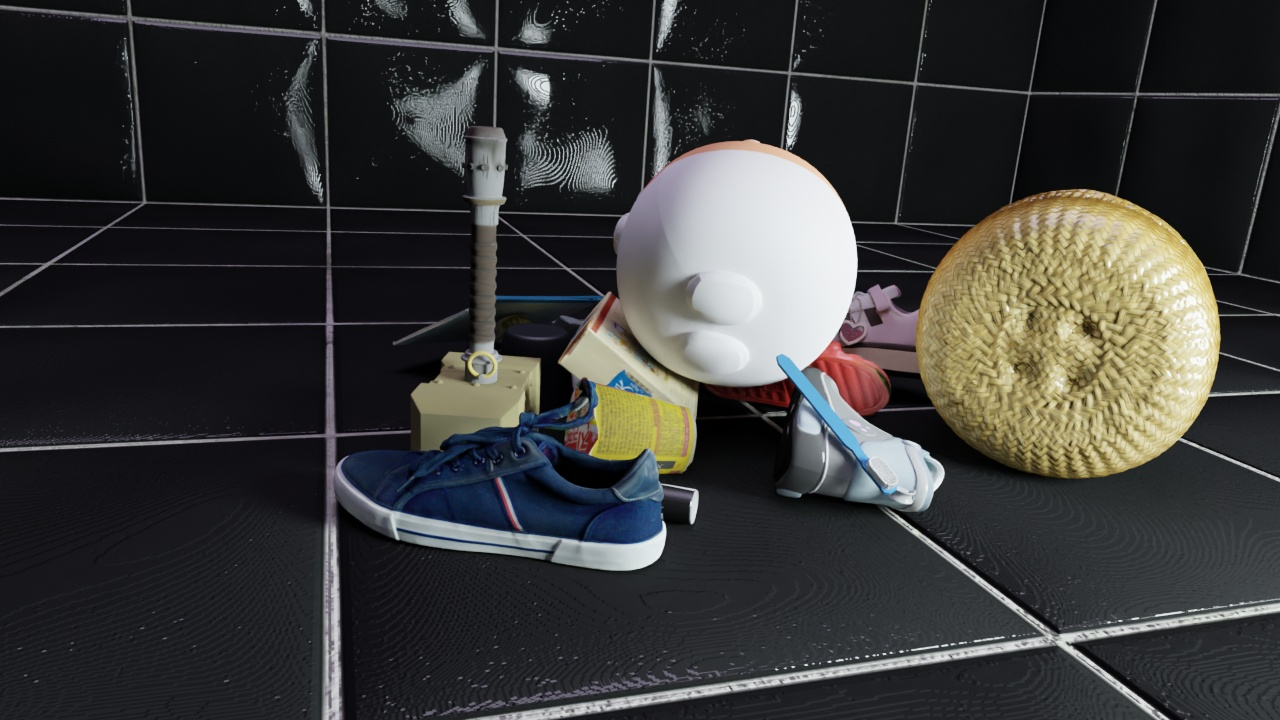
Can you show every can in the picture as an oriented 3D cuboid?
[{"bbox_3d":[0.009,0.124,0.818,0.080,0.031,0.031,8,16,13],"label":"can"}]

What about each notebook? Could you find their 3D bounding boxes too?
[{"bbox_3d":[-0.186,-0.056,1.254,0.181,0.009,0.252,-20,-7,29],"label":"notebook"}]

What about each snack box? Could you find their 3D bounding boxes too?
[{"bbox_3d":[-0.006,0.006,1.058,0.153,0.055,0.207,41,15,-6],"label":"snack box"}]

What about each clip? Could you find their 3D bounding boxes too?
[{"bbox_3d":[-0.031,0.021,1.122,0.168,0.031,0.164,31,22,-30],"label":"clip"}]

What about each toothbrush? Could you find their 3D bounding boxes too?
[{"bbox_3d":[0.177,0.053,0.838,0.016,0.014,0.166,-22,61,-26],"label":"toothbrush"}]

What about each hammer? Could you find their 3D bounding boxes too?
[{"bbox_3d":[-0.154,-0.061,0.897,0.101,0.325,0.190,4,16,1],"label":"hammer"}]

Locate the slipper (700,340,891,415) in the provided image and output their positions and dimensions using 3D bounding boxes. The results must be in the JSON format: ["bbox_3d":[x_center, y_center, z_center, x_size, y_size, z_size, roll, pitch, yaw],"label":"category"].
[{"bbox_3d":[0.185,0.009,1.117,0.249,0.103,0.059,5,44,33],"label":"slipper"}]

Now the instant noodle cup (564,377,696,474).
[{"bbox_3d":[-0.010,0.072,0.906,0.112,0.100,0.100,7,14,-19],"label":"instant noodle cup"}]

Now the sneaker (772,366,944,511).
[{"bbox_3d":[0.226,0.083,0.944,0.160,0.093,0.256,16,16,11],"label":"sneaker"}]

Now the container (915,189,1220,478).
[{"bbox_3d":[0.452,-0.031,0.988,0.307,0.307,0.196,12,14,28],"label":"container"}]

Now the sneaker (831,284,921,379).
[{"bbox_3d":[0.265,-0.053,1.246,0.294,0.116,0.111,9,11,22],"label":"sneaker"}]

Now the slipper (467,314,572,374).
[{"bbox_3d":[-0.160,-0.022,1.224,0.091,0.082,0.191,-7,16,-41],"label":"slipper"}]

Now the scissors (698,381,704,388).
[{"bbox_3d":[0.080,0.023,1.229,0.151,0.019,0.118,8,15,9],"label":"scissors"}]

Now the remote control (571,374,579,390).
[{"bbox_3d":[-0.060,0.040,1.151,0.045,0.008,0.146,1,16,-9],"label":"remote control"}]

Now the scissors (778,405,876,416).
[{"bbox_3d":[0.233,0.056,1.160,0.125,0.011,0.131,2,13,-6],"label":"scissors"}]

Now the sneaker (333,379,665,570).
[{"bbox_3d":[-0.120,0.084,0.766,0.295,0.127,0.120,6,17,14],"label":"sneaker"}]

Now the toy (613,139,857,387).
[{"bbox_3d":[0.101,-0.114,1.010,0.266,0.263,0.279,10,42,3],"label":"toy"}]

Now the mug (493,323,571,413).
[{"bbox_3d":[-0.138,0.006,1.096,0.122,0.094,0.085,16,19,37],"label":"mug"}]
